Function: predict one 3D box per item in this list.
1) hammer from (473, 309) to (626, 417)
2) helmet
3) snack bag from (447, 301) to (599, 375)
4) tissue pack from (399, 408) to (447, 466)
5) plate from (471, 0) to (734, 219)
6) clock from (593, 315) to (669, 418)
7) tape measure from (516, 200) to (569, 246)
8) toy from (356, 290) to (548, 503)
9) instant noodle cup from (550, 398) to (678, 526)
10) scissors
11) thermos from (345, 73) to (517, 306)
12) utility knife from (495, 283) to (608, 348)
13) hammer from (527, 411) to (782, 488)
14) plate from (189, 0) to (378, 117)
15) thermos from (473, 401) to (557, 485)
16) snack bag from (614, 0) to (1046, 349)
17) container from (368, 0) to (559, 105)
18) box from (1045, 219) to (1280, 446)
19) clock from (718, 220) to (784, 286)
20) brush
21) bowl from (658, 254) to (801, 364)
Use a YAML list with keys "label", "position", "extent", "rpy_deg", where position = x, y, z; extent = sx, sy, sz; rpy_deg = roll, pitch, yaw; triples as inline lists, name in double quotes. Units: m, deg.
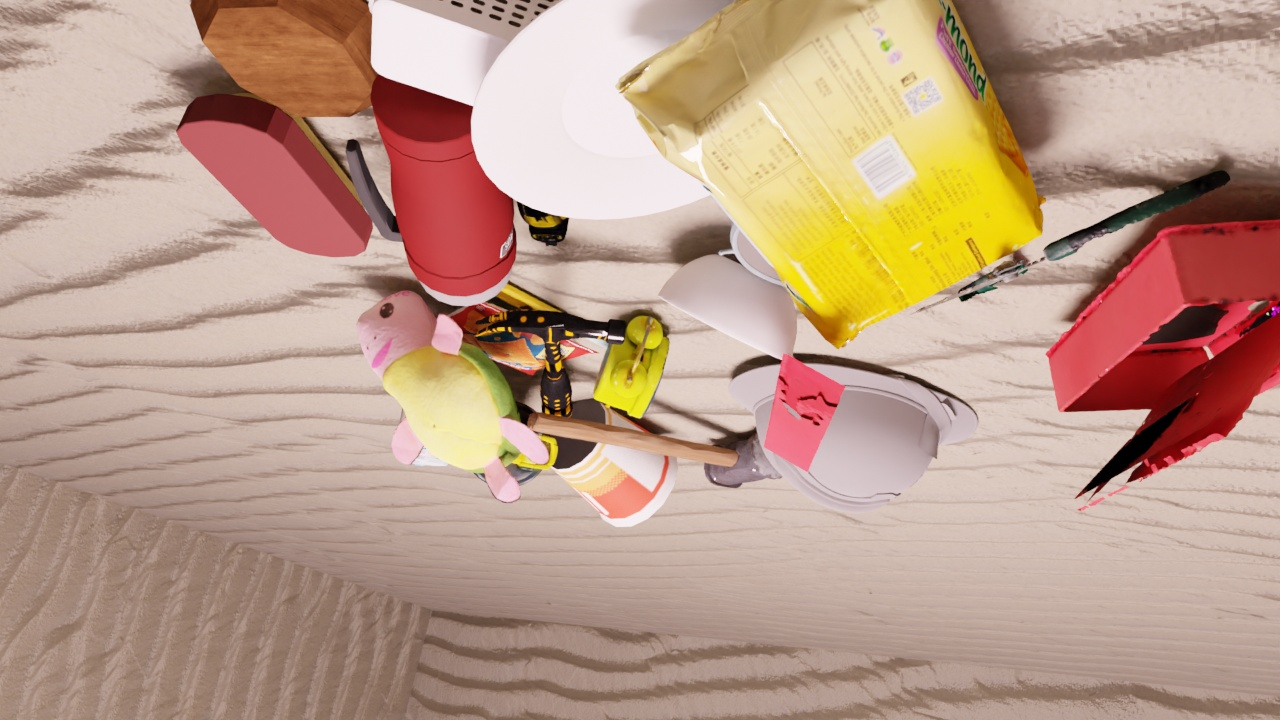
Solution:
- label: "hammer"
  position: [-0.085, 0.011, 0.875]
  extent: [0.123, 0.036, 0.321]
  rpy_deg: [5, 164, -3]
- label: "helmet"
  position: [0.214, 0.096, 0.932]
  extent: [0.271, 0.117, 0.184]
  rpy_deg: [16, 156, -16]
- label: "snack bag"
  position: [-0.131, -0.022, 0.911]
  extent: [0.130, 0.039, 0.144]
  rpy_deg: [24, 159, -28]
- label: "tissue pack"
  position: [-0.225, 0.052, 1.001]
  extent: [0.070, 0.112, 0.182]
  rpy_deg: [11, 165, -12]
- label: "plate"
  position: [0.007, -0.148, 0.525]
  extent: [0.208, 0.015, 0.209]
  rpy_deg: [-13, 157, -6]
- label: "clock"
  position: [-0.005, 0.005, 0.868]
  extent: [0.057, 0.083, 0.119]
  rpy_deg: [20, 157, -6]
- label: "tape measure"
  position: [-0.062, -0.121, 0.631]
  extent: [0.034, 0.061, 0.061]
  rpy_deg: [2, 156, 12]
- label: "toy"
  position: [-0.179, 0.031, 0.857]
  extent: [0.238, 0.087, 0.191]
  rpy_deg: [41, 131, 19]
- label: "instant noodle cup"
  position: [-0.041, 0.117, 1.100]
  extent: [0.124, 0.123, 0.121]
  rpy_deg: [-10, 142, 39]
- label: "scissors"
  position: [0.270, -0.072, 0.586]
  extent: [0.205, 0.015, 0.201]
  rpy_deg: [-25, 175, 25]
- label: "thermos"
  position: [-0.144, -0.119, 0.639]
  extent: [0.108, 0.083, 0.199]
  rpy_deg: [4, 155, -3]
- label: "utility knife"
  position: [-0.099, -0.051, 0.869]
  extent: [0.224, 0.019, 0.031]
  rpy_deg: [24, 161, -35]
- label: "hammer"
  position: [0.023, 0.095, 1.033]
  extent: [0.328, 0.052, 0.098]
  rpy_deg: [14, 158, -33]
- label: "plate"
  position: [-0.217, -0.194, 0.577]
  extent: [0.131, 0.025, 0.131]
  rpy_deg: [9, 156, 4]
- label: "thermos"
  position: [-0.161, 0.093, 1.064]
  extent: [0.098, 0.098, 0.221]
  rpy_deg: [16, 173, -13]
- label: "snack bag"
  position: [0.118, -0.107, 0.499]
  extent: [0.160, 0.068, 0.247]
  rpy_deg: [-32, 133, 20]
- label: "container"
  position: [-0.094, -0.184, 0.517]
  extent: [0.129, 0.049, 0.081]
  rpy_deg: [16, 156, -11]
- label: "box"
  position: [0.529, 0.047, 0.591]
  extent: [0.478, 0.171, 0.214]
  rpy_deg: [33, 164, 14]
- label: "clock"
  position: [0.130, -0.098, 0.623]
  extent: [0.122, 0.045, 0.160]
  rpy_deg: [21, 155, -24]
- label: "brush"
  position: [-0.269, -0.142, 0.698]
  extent: [0.082, 0.041, 0.173]
  rpy_deg: [5, 156, 14]
- label: "bowl"
  position: [0.076, -0.048, 0.720]
  extent: [0.114, 0.050, 0.114]
  rpy_deg: [26, -173, -4]
